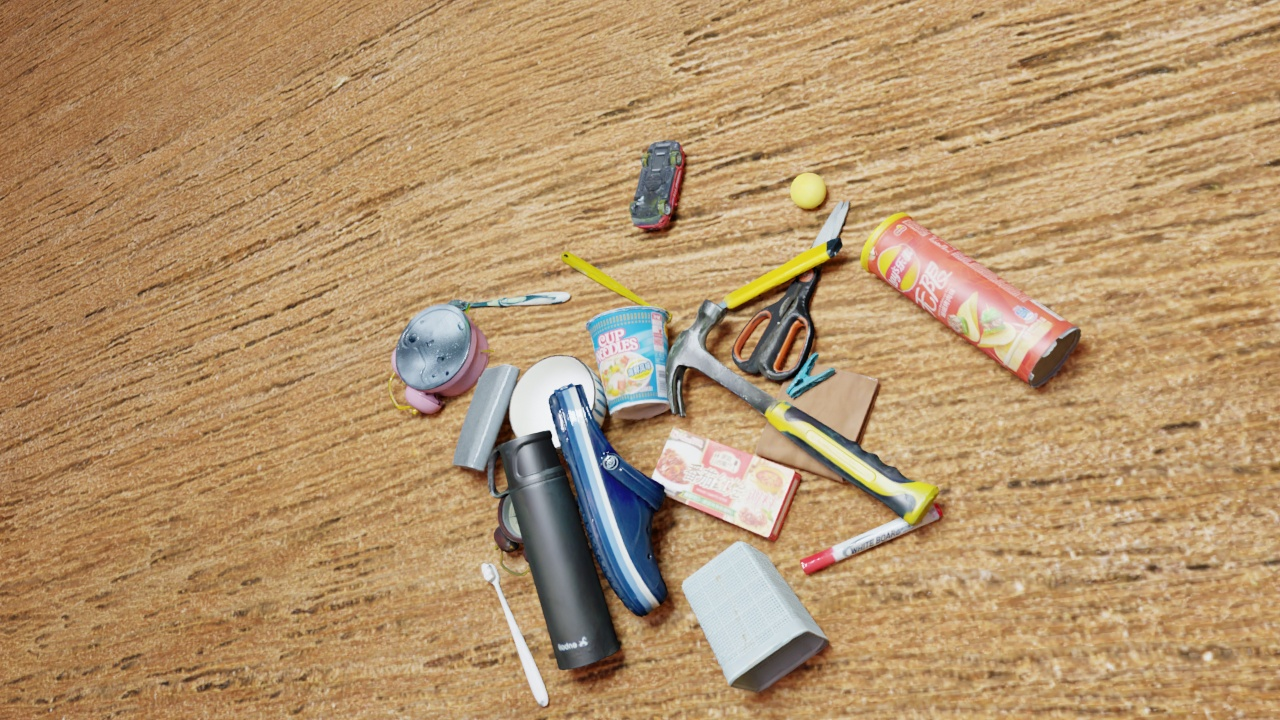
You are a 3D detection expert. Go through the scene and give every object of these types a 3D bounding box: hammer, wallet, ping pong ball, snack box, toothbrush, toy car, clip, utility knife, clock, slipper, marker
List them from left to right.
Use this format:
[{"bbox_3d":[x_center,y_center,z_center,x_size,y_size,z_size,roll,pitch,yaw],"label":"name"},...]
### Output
[{"bbox_3d":[-0.268,0.002,1.194,0.158,0.060,0.117,-37,59,8],"label":"clock"},{"bbox_3d":[-0.187,0.071,1.118,0.107,0.037,0.129,-9,61,66],"label":"wallet"},{"bbox_3d":[-0.176,-0.078,1.202,0.192,0.018,0.016,-3,69,27],"label":"toothbrush"},{"bbox_3d":[-0.143,0.306,1.034,0.016,0.016,0.180,-38,58,12],"label":"toothbrush"},{"bbox_3d":[-0.123,0.186,1.048,0.082,0.055,0.122,18,81,31],"label":"clock"},{"bbox_3d":[-0.034,-0.094,1.135,0.190,0.016,0.015,33,87,33],"label":"toothbrush"},{"bbox_3d":[-0.023,0.140,0.973,0.095,0.105,0.252,-21,85,-5],"label":"slipper"},{"bbox_3d":[0.024,-0.214,1.135,0.053,0.045,0.120,4,67,31],"label":"toy car"},{"bbox_3d":[0.088,0.129,0.979,0.153,0.025,0.075,18,80,32],"label":"snack box"},{"bbox_3d":[0.148,-0.090,1.027,0.177,0.015,0.033,-27,22,28],"label":"utility knife"},{"bbox_3d":[0.152,0.064,0.938,0.323,0.032,0.126,36,96,31],"label":"hammer"},{"bbox_3d":[0.177,0.019,0.968,0.055,0.013,0.034,-39,52,2],"label":"clip"},{"bbox_3d":[0.191,-0.193,1.044,0.040,0.040,0.040,-10,66,24],"label":"ping pong ball"},{"bbox_3d":[0.186,0.061,0.961,0.101,0.020,0.115,17,76,32],"label":"wallet"},{"bbox_3d":[0.224,0.174,0.896,0.145,0.017,0.017,-27,60,16],"label":"marker"}]

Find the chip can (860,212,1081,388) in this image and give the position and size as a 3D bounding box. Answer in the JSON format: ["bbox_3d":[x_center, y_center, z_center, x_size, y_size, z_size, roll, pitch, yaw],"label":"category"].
[{"bbox_3d":[0.322,-0.064,0.908,0.073,0.073,0.216,-49,57,2],"label":"chip can"}]

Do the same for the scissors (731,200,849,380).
[{"bbox_3d":[0.167,-0.086,1.025,0.140,0.021,0.234,-5,62,33],"label":"scissors"}]

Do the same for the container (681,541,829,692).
[{"bbox_3d":[0.107,0.245,0.888,0.090,0.090,0.111,-38,55,9],"label":"container"}]

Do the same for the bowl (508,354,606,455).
[{"bbox_3d":[-0.088,0.058,1.074,0.117,0.066,0.116,-11,66,25],"label":"bowl"}]

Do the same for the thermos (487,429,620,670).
[{"bbox_3d":[-0.098,0.201,0.978,0.090,0.068,0.242,-22,81,27],"label":"thermos"}]

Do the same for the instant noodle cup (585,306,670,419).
[{"bbox_3d":[-0.006,0.006,1.042,0.099,0.099,0.109,-16,71,21],"label":"instant noodle cup"}]
